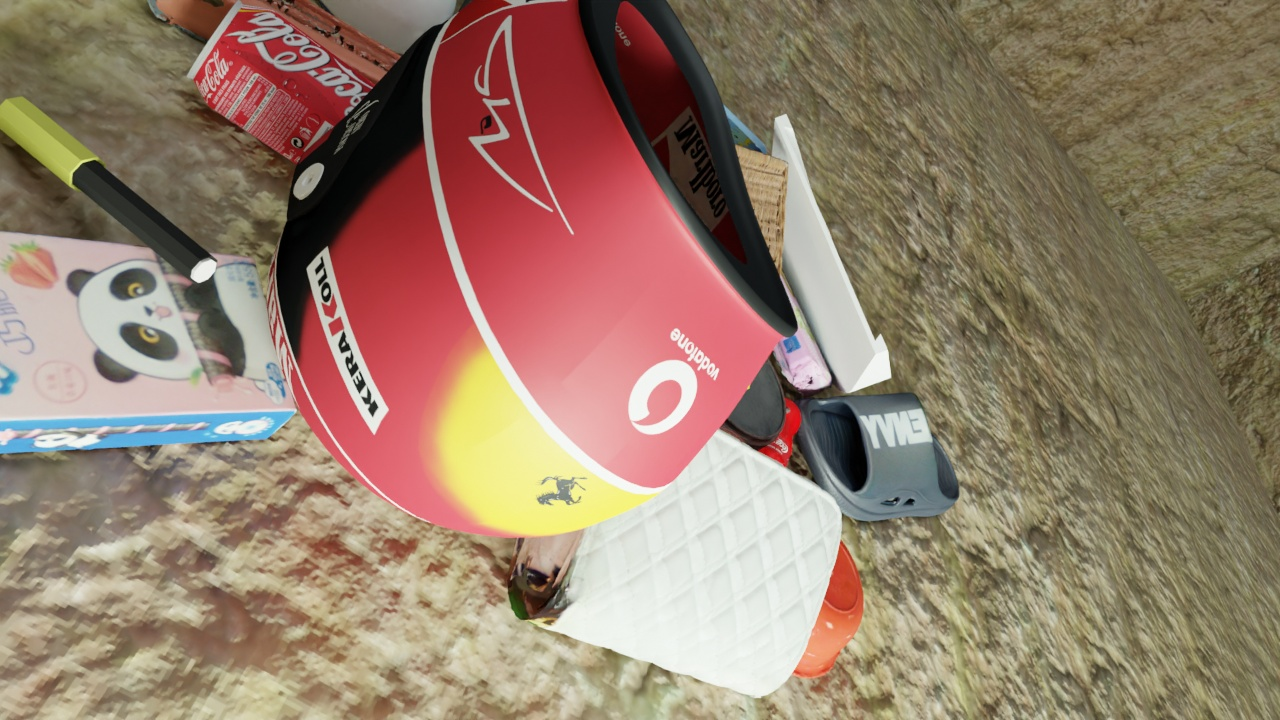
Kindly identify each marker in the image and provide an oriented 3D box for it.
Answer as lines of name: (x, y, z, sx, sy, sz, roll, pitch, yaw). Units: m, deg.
marker: (-0.239, -0.076, 0.413, 0.124, 0.017, 0.021, 37, -8, 9)

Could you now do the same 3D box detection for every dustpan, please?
dustpan: (0.169, -0.073, 0.780, 0.258, 0.053, 0.191, 64, 6, -76)

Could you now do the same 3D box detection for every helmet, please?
helmet: (-0.062, -0.046, 0.439, 0.197, 0.225, 0.270, 41, 28, -44)

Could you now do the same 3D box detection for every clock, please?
clock: (0.039, 0.031, 0.648, 0.120, 0.072, 0.157, 58, 34, 3)

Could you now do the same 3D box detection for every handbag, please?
handbag: (0.025, 0.113, 0.547, 0.194, 0.073, 0.138, 31, 74, -32)

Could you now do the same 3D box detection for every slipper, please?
slipper: (0.239, 0.086, 0.837, 0.267, 0.084, 0.110, 16, 53, -45)

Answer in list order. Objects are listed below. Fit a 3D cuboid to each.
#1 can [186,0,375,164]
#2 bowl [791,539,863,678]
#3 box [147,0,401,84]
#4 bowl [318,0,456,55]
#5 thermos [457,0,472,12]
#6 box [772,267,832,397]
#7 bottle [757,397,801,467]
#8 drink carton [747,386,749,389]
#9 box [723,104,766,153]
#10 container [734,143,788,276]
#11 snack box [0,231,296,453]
can: (-0.193, -0.148, 0.521, 0.104, 0.064, 0.064, 34, 40, -28)
bowl: (0.121, 0.159, 0.666, 0.130, 0.045, 0.130, 30, 42, -32)
box: (-0.200, -0.187, 0.563, 0.188, 0.056, 0.064, 23, 83, -35)
bowl: (-0.177, -0.281, 0.650, 0.113, 0.063, 0.113, 31, 41, -32)
thermos: (-0.089, -0.307, 0.759, 0.082, 0.082, 0.239, 37, 39, -25)
box: (0.099, -0.085, 0.798, 0.230, 0.035, 0.159, 69, 13, 17)
bottle: (0.098, 0.074, 0.714, 0.036, 0.036, 0.118, 47, 36, -13)
drink carton: (-0.003, 0.003, 0.569, 0.043, 0.134, 0.058, 76, -1, -65)
box: (0.040, -0.261, 0.891, 0.210, 0.059, 0.068, 40, 20, -22)
container: (0.007, -0.095, 0.644, 0.198, 0.113, 0.114, 1, 91, -50)
snack box: (-0.233, -0.008, 0.389, 0.153, 0.033, 0.088, 0, 61, -50)
